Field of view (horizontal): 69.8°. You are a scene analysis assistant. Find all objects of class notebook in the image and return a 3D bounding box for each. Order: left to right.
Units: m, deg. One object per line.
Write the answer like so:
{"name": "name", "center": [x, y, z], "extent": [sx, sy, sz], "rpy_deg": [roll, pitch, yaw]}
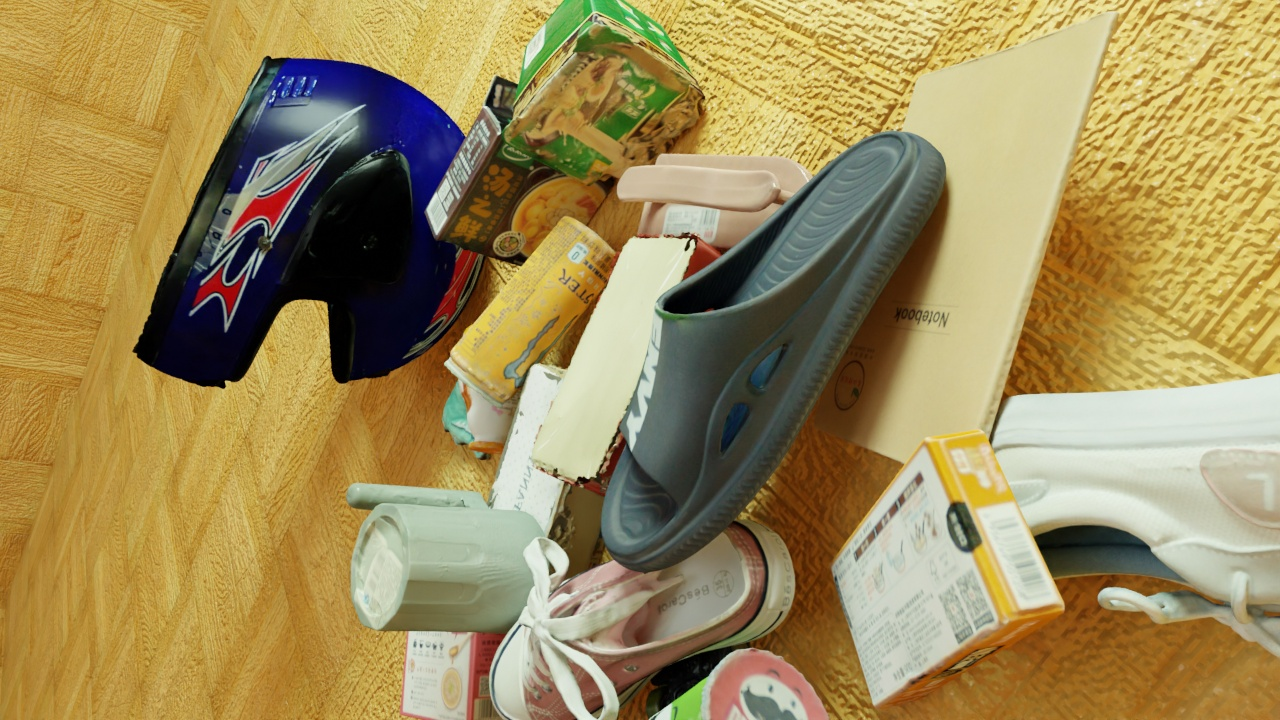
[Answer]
{"name": "notebook", "center": [0.148, -0.052, 0.451], "extent": [0.148, 0.008, 0.207], "rpy_deg": [-156, 82, -74]}

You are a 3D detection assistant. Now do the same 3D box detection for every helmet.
{"name": "helmet", "center": [-0.268, -0.098, 0.819], "extent": [0.315, 0.240, 0.247], "rpy_deg": [-65, 21, -1]}

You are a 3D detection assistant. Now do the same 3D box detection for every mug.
{"name": "mug", "center": [-0.135, 0.126, 0.615], "extent": [0.124, 0.103, 0.084], "rpy_deg": [45, 114, 44]}

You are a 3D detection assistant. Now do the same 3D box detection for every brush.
{"name": "brush", "center": [0.051, -0.099, 0.576], "extent": [0.146, 0.073, 0.063], "rpy_deg": [15, 90, 50]}

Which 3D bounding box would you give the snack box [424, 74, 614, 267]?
{"name": "snack box", "center": [-0.092, -0.141, 0.728], "extent": [0.126, 0.113, 0.053], "rpy_deg": [-52, 45, 27]}

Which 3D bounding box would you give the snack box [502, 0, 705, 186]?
{"name": "snack box", "center": [-0.032, -0.211, 0.680], "extent": [0.118, 0.117, 0.105], "rpy_deg": [-39, 47, 33]}

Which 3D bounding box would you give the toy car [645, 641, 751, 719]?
{"name": "toy car", "center": [0.032, 0.152, 0.544], "extent": [0.070, 0.042, 0.158], "rpy_deg": [-32, 57, 40]}

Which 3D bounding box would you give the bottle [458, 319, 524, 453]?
{"name": "bottle", "center": [-0.117, 0.021, 0.748], "extent": [0.063, 0.063, 0.108], "rpy_deg": [-13, 69, 48]}

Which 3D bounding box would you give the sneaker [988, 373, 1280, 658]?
{"name": "sneaker", "center": [0.222, 0.059, 0.303], "extent": [0.243, 0.089, 0.090], "rpy_deg": [-6, 58, 53]}

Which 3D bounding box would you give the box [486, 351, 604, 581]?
{"name": "box", "center": [-0.059, 0.085, 0.666], "extent": [0.090, 0.059, 0.184], "rpy_deg": [26, 97, 49]}

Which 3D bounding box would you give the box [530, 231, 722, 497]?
{"name": "box", "center": [-0.003, 0.003, 0.575], "extent": [0.091, 0.080, 0.168], "rpy_deg": [9, 73, 55]}

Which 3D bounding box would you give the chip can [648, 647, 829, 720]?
{"name": "chip can", "center": [0.004, 0.237, 0.492], "extent": [0.237, 0.072, 0.072], "rpy_deg": [-52, 44, 39]}

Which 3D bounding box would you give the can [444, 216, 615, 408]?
{"name": "can", "center": [-0.080, -0.037, 0.690], "extent": [0.146, 0.058, 0.058], "rpy_deg": [-51, 41, -2]}

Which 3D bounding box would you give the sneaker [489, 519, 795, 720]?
{"name": "sneaker", "center": [-0.027, 0.150, 0.513], "extent": [0.242, 0.087, 0.118], "rpy_deg": [-36, 52, 37]}

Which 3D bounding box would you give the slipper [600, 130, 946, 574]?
{"name": "slipper", "center": [0.047, -0.021, 0.472], "extent": [0.268, 0.083, 0.111], "rpy_deg": [-54, 22, -1]}

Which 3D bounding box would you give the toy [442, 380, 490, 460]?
{"name": "toy", "center": [-0.148, 0.039, 0.810], "extent": [0.096, 0.030, 0.092], "rpy_deg": [51, 123, 37]}

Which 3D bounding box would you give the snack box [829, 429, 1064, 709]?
{"name": "snack box", "center": [0.123, 0.097, 0.400], "extent": [0.154, 0.026, 0.075], "rpy_deg": [98, 161, -58]}

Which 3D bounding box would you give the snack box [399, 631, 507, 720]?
{"name": "snack box", "center": [-0.143, 0.221, 0.732], "extent": [0.113, 0.044, 0.127], "rpy_deg": [-15, 68, 48]}
